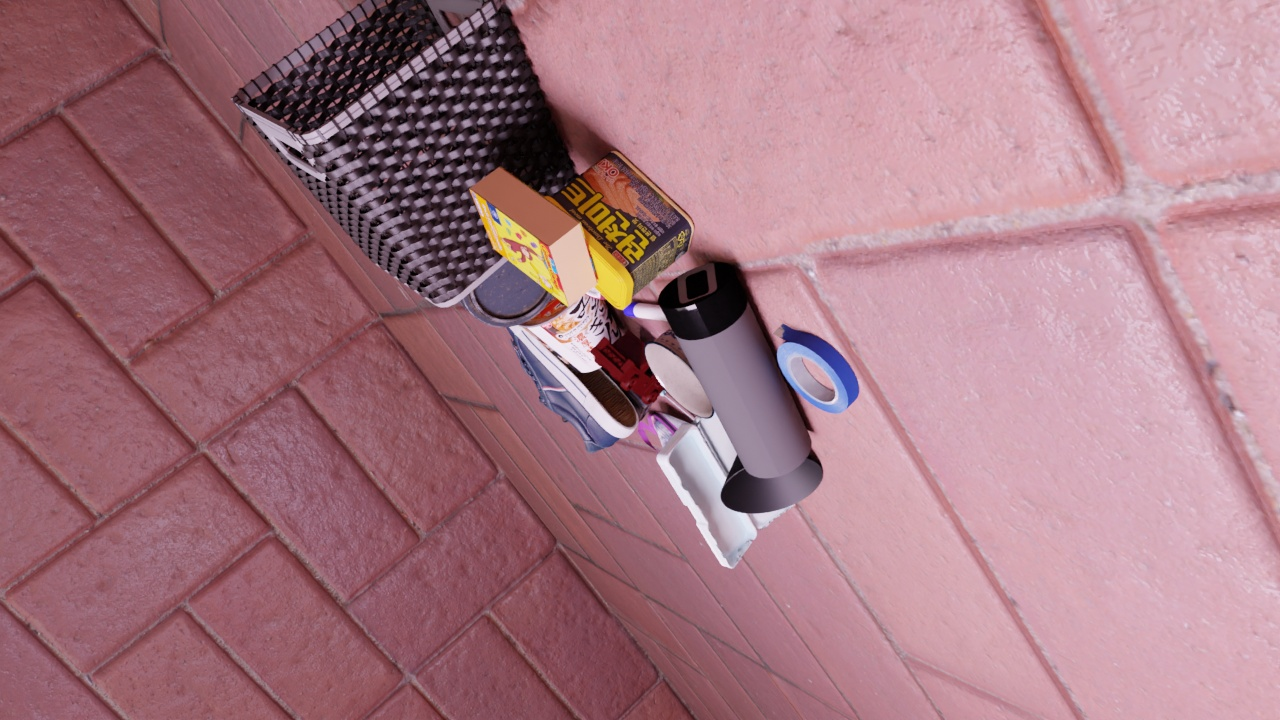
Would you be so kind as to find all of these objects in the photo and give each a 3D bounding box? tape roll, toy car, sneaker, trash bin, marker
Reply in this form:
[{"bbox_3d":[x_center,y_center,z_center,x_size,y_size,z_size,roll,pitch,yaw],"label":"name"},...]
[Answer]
[{"bbox_3d":[0.175,0.013,0.910,0.091,0.016,0.093,31,154,43],"label":"tape roll"},{"bbox_3d":[-0.008,0.007,1.234,0.070,0.062,0.170,43,-179,20],"label":"toy car"},{"bbox_3d":[-0.136,0.018,1.360,0.127,0.120,0.294,-40,87,27],"label":"sneaker"},{"bbox_3d":[-0.218,-0.149,1.222,0.227,0.164,0.164,37,159,47],"label":"trash bin"},{"bbox_3d":[0.020,-0.058,1.123,0.020,0.020,0.142,57,160,-22],"label":"marker"}]

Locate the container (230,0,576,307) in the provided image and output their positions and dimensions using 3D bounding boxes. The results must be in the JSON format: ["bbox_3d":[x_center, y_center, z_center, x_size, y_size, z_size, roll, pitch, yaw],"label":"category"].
[{"bbox_3d":[-0.247,-0.243,1.025,0.247,0.245,0.244,30,157,45],"label":"container"}]

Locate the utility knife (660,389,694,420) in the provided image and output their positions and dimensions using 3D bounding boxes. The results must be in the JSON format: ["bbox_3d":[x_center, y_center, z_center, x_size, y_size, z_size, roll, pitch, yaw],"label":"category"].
[{"bbox_3d":[0.021,0.036,1.319,0.168,0.015,0.022,38,172,22],"label":"utility knife"}]

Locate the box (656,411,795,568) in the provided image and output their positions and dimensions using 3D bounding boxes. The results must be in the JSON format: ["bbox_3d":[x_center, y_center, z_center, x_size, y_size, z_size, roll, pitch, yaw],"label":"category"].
[{"bbox_3d":[0.107,0.149,1.144,0.043,0.135,0.197,17,143,54],"label":"box"}]

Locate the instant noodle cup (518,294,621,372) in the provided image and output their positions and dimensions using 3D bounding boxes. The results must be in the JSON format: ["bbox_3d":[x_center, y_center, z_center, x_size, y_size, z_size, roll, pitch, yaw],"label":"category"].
[{"bbox_3d":[-0.092,-0.054,1.252,0.124,0.123,0.122,27,161,49],"label":"instant noodle cup"}]

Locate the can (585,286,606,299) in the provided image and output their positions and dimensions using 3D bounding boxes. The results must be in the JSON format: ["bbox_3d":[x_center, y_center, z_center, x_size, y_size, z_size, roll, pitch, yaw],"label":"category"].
[{"bbox_3d":[-0.045,-0.123,1.074,0.063,0.063,0.114,44,161,16],"label":"can"}]

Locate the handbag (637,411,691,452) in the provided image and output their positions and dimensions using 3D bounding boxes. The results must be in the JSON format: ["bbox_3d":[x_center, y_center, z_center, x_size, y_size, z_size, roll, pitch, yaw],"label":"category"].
[{"bbox_3d":[0.047,0.129,1.377,0.144,0.068,0.170,59,166,-25],"label":"handbag"}]

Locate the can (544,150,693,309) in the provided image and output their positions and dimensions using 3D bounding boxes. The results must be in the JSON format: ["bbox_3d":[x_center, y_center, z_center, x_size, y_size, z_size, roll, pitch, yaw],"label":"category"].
[{"bbox_3d":[-0.025,-0.136,0.941,0.131,0.101,0.073,45,161,13],"label":"can"}]

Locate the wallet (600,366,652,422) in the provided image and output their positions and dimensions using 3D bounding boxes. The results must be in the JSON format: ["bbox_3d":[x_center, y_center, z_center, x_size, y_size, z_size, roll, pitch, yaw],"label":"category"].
[{"bbox_3d":[-0.024,0.046,1.418,0.099,0.031,0.120,49,164,9],"label":"wallet"}]

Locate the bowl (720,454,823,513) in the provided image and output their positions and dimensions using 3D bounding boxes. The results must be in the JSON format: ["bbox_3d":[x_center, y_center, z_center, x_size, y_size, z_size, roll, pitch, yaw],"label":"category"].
[{"bbox_3d":[0.151,0.129,1.099,0.124,0.124,0.052,74,-177,-51],"label":"bowl"}]

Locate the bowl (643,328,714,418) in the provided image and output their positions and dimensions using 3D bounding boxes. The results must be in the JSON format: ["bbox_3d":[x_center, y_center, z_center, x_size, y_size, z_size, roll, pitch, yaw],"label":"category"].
[{"bbox_3d":[0.065,0.006,1.081,0.115,0.059,0.116,43,161,19],"label":"bowl"}]

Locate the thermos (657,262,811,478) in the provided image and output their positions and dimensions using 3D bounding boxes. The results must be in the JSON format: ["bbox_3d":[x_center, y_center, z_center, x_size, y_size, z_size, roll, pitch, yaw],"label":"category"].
[{"bbox_3d":[0.103,0.013,0.971,0.082,0.082,0.240,24,149,53],"label":"thermos"}]

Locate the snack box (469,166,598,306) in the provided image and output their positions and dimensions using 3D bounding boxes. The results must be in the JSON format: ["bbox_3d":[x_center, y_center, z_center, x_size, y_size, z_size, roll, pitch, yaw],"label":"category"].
[{"bbox_3d":[-0.106,-0.124,0.920,0.126,0.040,0.088,38,159,31],"label":"snack box"}]
